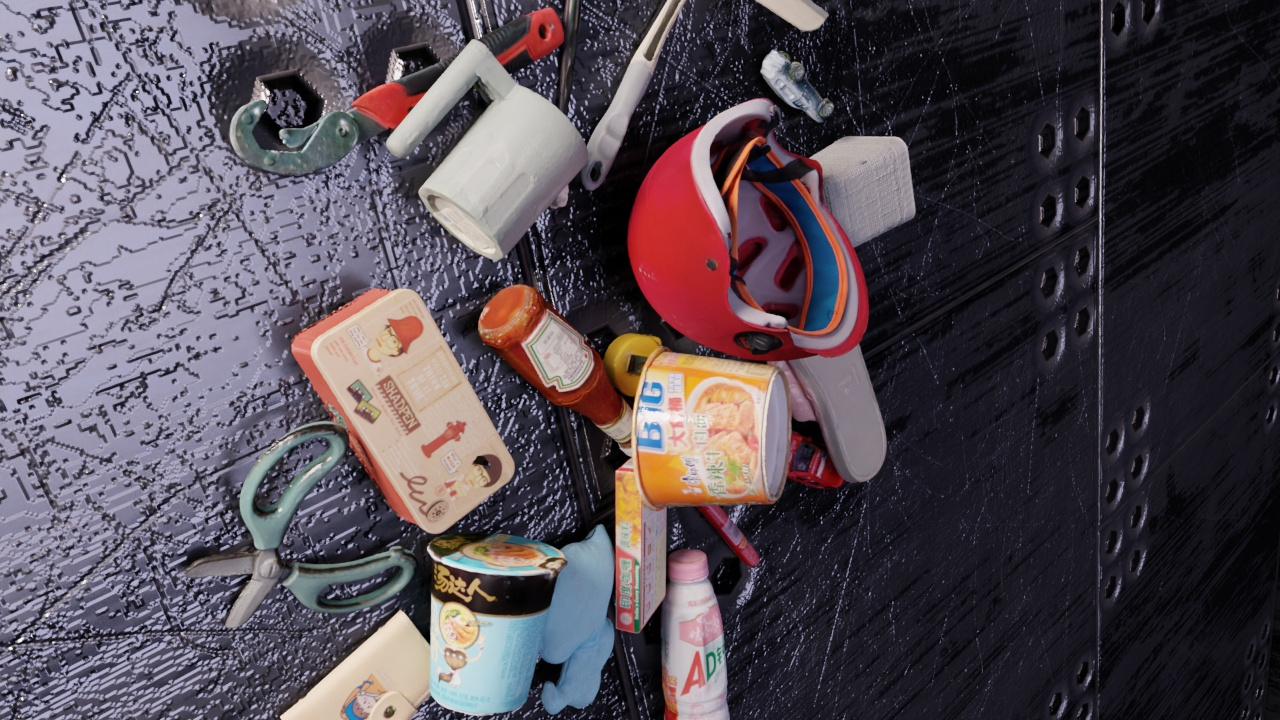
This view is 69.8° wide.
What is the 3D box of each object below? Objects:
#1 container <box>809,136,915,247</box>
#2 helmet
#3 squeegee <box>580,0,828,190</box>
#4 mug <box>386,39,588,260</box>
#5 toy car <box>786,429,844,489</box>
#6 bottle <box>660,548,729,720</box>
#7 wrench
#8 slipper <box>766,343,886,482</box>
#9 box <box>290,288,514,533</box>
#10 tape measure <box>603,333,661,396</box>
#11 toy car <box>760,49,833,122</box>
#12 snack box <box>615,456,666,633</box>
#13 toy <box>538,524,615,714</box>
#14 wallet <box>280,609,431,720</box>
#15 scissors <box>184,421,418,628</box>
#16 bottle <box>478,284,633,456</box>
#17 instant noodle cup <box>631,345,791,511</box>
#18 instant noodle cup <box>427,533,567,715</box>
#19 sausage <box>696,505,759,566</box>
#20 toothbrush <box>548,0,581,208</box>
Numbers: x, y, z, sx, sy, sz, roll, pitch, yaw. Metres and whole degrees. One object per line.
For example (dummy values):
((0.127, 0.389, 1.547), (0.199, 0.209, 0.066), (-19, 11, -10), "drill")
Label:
((0.204, -0.166, 0.933), (0.114, 0.090, 0.090), (-30, 118, -28), "container")
((0.083, -0.092, 0.801), (0.240, 0.144, 0.206), (42, 48, -34), "helmet")
((0.007, -0.253, 0.776), (0.246, 0.039, 0.246), (27, 88, -23), "squeegee")
((-0.113, -0.150, 0.671), (0.124, 0.084, 0.103), (46, 72, -34), "mug")
((0.183, 0.110, 1.010), (0.120, 0.045, 0.053), (22, 85, -39), "toy car")
((0.053, 0.289, 0.930), (0.068, 0.068, 0.197), (-13, 105, -38), "bottle")
((-0.161, -0.197, 0.662), (0.272, 0.016, 0.056), (-33, 120, -29), "wrench")
((0.189, 0.011, 0.978), (0.113, 0.055, 0.274), (-42, 113, -34), "slipper")
((-0.174, 0.034, 0.675), (0.091, 0.080, 0.168), (-37, 116, -27), "box")
((-0.005, 0.005, 0.834), (0.057, 0.029, 0.060), (4, 97, -40), "tape measure")
((0.153, -0.265, 0.896), (0.034, 0.043, 0.090), (-46, 128, 11), "toy car")
((0.002, 0.165, 0.857), (0.076, 0.027, 0.156), (-32, 125, -67), "snack box")
((-0.058, 0.232, 0.826), (0.161, 0.050, 0.156), (-64, 146, -26), "toy")
((-0.211, 0.267, 0.725), (0.115, 0.024, 0.087), (-42, 123, -27), "wallet")
((-0.226, 0.125, 0.664), (0.169, 0.019, 0.174), (20, 102, -43), "scissors")
((-0.053, 0.017, 0.776), (0.059, 0.060, 0.206), (-56, 132, -16), "bottle")
((0.069, 0.063, 0.816), (0.151, 0.111, 0.151), (3, 90, -70), "instant noodle cup")
((-0.120, 0.209, 0.728), (0.111, 0.111, 0.120), (6, 93, -41), "instant noodle cup")
((0.088, 0.174, 0.960), (0.020, 0.020, 0.156), (-52, 128, -19), "sausage")
((-0.060, -0.214, 0.744), (0.015, 0.018, 0.181), (0, 99, -37), "toothbrush")
